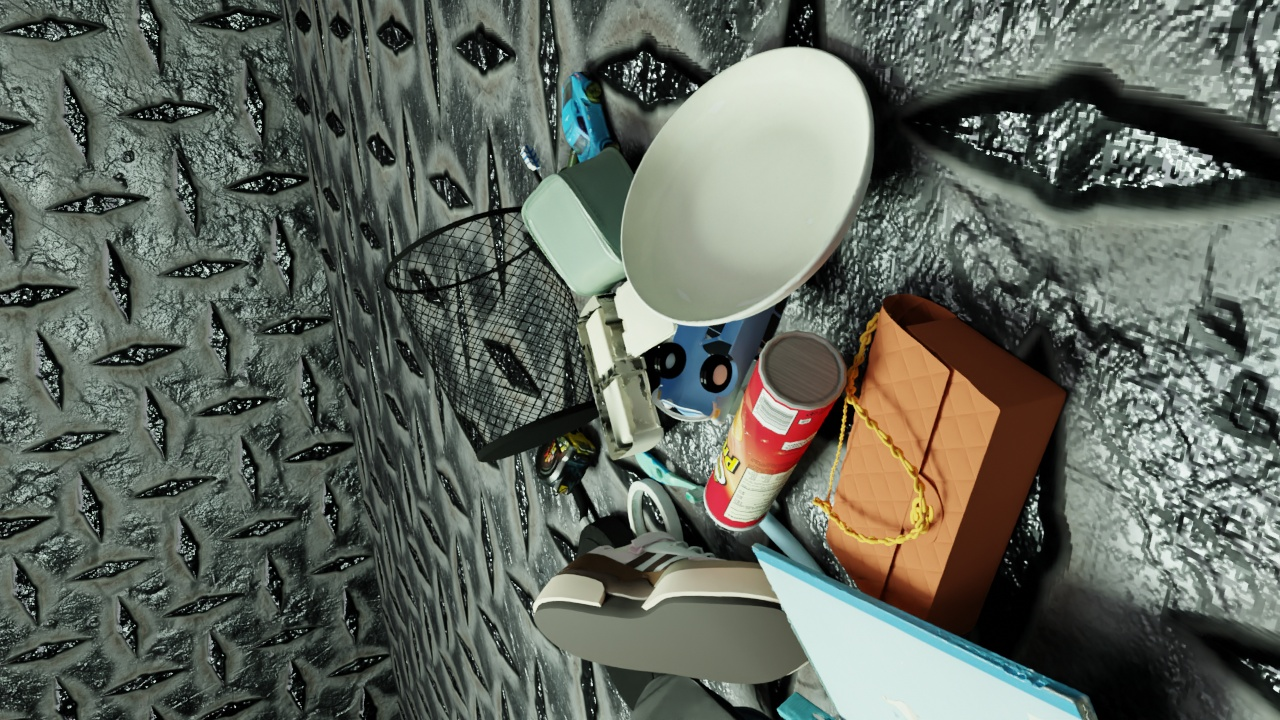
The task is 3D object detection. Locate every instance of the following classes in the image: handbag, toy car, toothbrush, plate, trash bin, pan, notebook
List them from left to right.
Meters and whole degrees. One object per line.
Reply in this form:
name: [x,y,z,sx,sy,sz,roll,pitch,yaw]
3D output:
trash bin: [-0.138,-0.019,0.943,0.210,0.183,0.184,66,153,9]
toothbrush: [-0.073,-0.132,0.888,0.014,0.014,0.167,-27,93,52]
toy car: [-0.048,-0.206,0.823,0.048,0.032,0.105,-28,78,63]
handbag: [-0.039,-0.117,0.801,0.106,0.067,0.122,58,155,-4]
pan: [-0.042,0.231,1.012,0.356,0.034,0.226,59,154,34]
toothbrush: [0.023,0.105,0.844,0.135,0.017,0.022,24,127,59]
toy car: [0.059,-0.030,0.596,0.056,0.054,0.153,17,82,47]
plate: [0.066,-0.101,0.557,0.183,0.034,0.182,-22,56,36]
toothbrush: [0.122,0.149,0.663,0.022,0.016,0.155,-59,41,12]
handbag: [0.151,0.063,0.517,0.109,0.060,0.172,-128,34,-48]
notebook: [0.172,0.209,0.530,0.254,0.009,0.181,12,133,62]

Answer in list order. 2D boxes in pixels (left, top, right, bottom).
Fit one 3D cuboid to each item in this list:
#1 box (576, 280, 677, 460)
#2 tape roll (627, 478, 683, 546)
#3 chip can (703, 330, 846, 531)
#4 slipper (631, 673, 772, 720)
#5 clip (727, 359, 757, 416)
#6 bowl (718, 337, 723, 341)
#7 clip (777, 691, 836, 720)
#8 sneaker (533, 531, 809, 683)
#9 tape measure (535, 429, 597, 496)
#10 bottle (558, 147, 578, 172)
box: [-0.004,0.004,0.805,0.185,0.044,0.143,139,117,-70]
tape roll: [0.014,0.162,0.895,0.093,0.013,0.093,41,138,51]
chip can: [0.082,0.055,0.606,0.215,0.051,0.051,100,148,-61]
slipper: [0.108,0.356,0.737,0.266,0.083,0.109,36,96,37]
clip: [0.073,0.029,0.667,0.102,0.059,0.052,33,149,57]
bowl: [0.037,-0.074,0.681,0.137,0.057,0.137,39,136,52]
clip: [0.140,0.264,0.638,0.130,0.030,0.120,29,151,51]
sneaker: [0.040,0.190,0.771,0.295,0.116,0.112,-19,119,46]
tape measure: [-0.085,0.109,1.021,0.071,0.042,0.072,-65,34,16]
bottle: [-0.071,-0.169,0.895,0.025,0.025,0.106,61,151,29]
